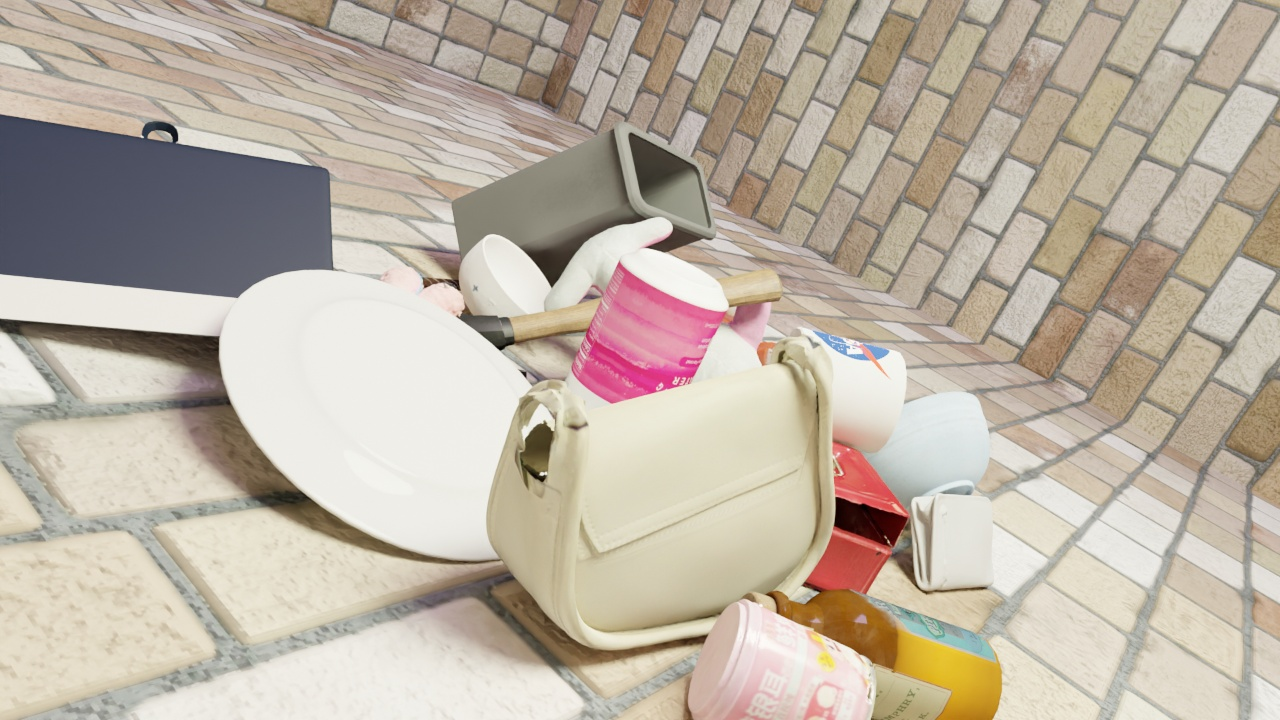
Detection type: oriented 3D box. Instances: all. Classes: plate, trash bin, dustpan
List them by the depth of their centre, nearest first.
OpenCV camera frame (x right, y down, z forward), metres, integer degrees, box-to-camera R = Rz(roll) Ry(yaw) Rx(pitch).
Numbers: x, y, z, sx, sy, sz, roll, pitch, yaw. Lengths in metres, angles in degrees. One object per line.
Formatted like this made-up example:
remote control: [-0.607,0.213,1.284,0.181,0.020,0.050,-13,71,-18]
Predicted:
plate: [-0.142,0.022,0.584,0.242,0.016,0.242,32,26,-18]
dustpan: [-0.350,-0.105,0.654,0.236,0.080,0.272,5,52,-27]
trash bin: [-0.059,-0.156,1.002,0.220,0.097,0.191,-17,-10,28]

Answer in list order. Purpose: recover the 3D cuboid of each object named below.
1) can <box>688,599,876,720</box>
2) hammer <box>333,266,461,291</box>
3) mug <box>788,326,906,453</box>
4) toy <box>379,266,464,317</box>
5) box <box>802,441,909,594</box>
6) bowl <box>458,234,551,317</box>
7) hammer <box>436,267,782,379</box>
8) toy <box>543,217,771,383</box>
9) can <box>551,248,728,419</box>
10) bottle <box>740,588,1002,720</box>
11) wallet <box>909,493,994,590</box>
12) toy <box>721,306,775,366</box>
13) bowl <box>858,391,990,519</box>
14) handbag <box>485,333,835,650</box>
can: [0.072,0.169,0.475,0.076,0.067,0.067,26,17,-3]
hammer: [-0.220,-0.073,0.855,0.098,0.044,0.321,32,15,22]
mug: [0.166,0.024,0.806,0.090,0.091,0.121,14,5,-5]
toy: [-0.183,-0.031,0.706,0.108,0.053,0.104,20,45,3]
box: [0.111,0.099,0.715,0.158,0.087,0.129,21,18,-12]
bowl: [-0.133,-0.066,0.890,0.105,0.054,0.104,44,23,-24]
hammer: [-0.018,-0.038,0.789,0.305,0.040,0.132,-11,45,-17]
toy: [0.032,-0.007,0.882,0.265,0.186,0.128,48,-20,3]
can: [-0.004,0.004,0.697,0.088,0.166,0.088,23,17,-8]
bottle: [0.130,0.174,0.545,0.157,0.068,0.067,21,17,-13]
wallet: [0.271,0.158,0.803,0.032,0.086,0.116,-8,-17,44]
toy: [0.091,-0.027,1.065,0.164,0.093,0.172,23,15,-3]
bowl: [0.266,0.102,0.865,0.150,0.151,0.074,10,46,-41]
handbag: [0.007,0.065,0.535,0.228,0.184,0.132,-14,37,-41]
